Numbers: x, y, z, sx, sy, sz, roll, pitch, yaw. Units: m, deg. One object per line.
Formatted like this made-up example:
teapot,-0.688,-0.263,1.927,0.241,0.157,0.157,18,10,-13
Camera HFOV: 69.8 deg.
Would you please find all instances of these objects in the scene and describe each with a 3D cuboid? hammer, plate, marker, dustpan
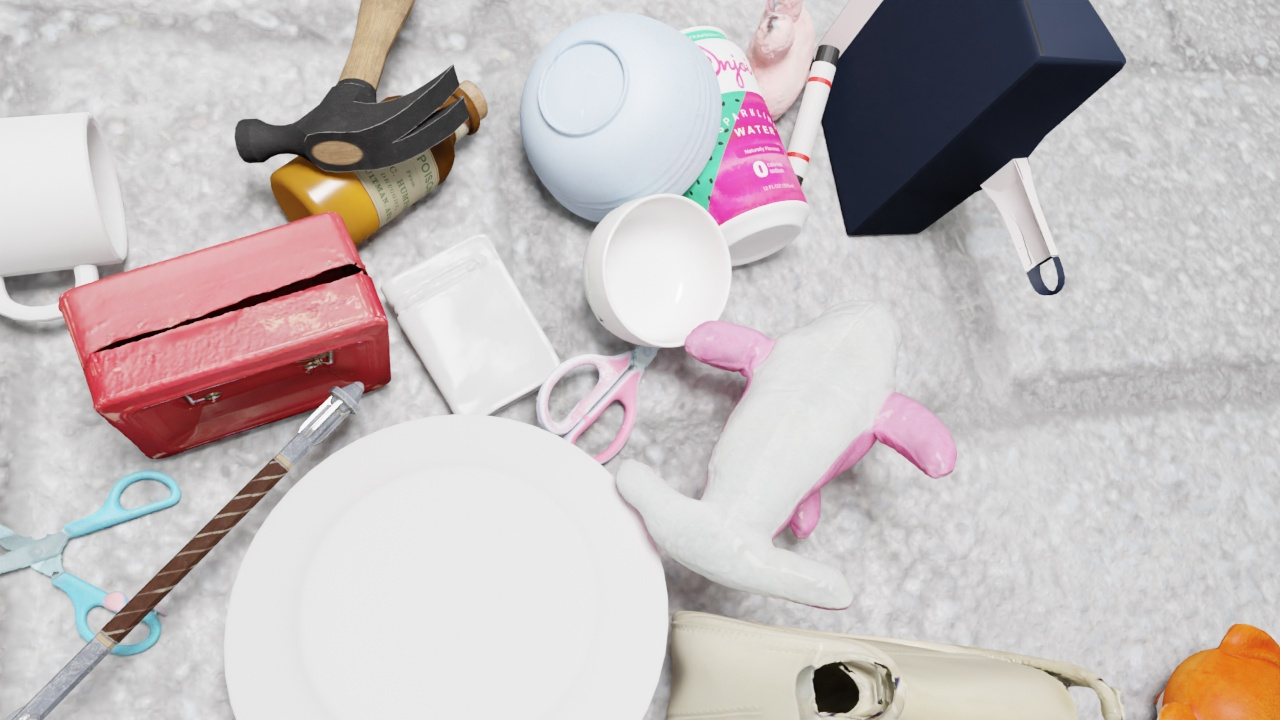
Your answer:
hammer,-0.265,0.128,0.494,0.321,0.098,0.044,-50,134,-23
plate,-0.104,0.134,0.508,0.242,0.016,0.242,2,59,-4
marker,0.132,-0.182,0.740,0.019,0.019,0.145,17,87,-10
hammer,-0.174,-0.250,0.647,0.132,0.040,0.304,-1,54,6
dustpan,0.234,-0.174,0.666,0.080,0.237,0.272,-3,72,-18

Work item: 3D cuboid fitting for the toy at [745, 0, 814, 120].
toy,0.110,-0.252,0.733,0.053,0.105,0.108,17,74,13

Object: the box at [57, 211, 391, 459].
box,-0.230,-0.007,0.536,0.158,0.129,0.086,-22,80,-21

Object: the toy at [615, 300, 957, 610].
toy,0.103,0.060,0.604,0.187,0.128,0.264,25,46,21

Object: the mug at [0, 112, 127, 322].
mug,-0.366,-0.083,0.549,0.090,0.091,0.121,-10,91,-19

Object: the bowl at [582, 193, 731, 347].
bowl,0.006,-0.060,0.632,0.104,0.054,0.105,-2,93,-34

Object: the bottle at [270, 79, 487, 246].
bottle,-0.170,-0.142,0.633,0.068,0.068,0.156,45,66,3

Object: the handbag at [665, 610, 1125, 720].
handbag,0.139,0.222,0.542,0.228,0.185,0.131,13,70,-29

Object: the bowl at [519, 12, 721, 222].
bowl,-0.026,-0.178,0.641,0.151,0.074,0.150,-2,84,23

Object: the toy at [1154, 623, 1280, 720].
toy,0.428,0.282,0.648,0.163,0.093,0.172,-37,97,-21

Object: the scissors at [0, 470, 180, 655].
scissors,-0.325,0.105,0.534,0.136,0.015,0.125,33,65,-9

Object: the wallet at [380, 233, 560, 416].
wallet,-0.115,-0.020,0.626,0.086,0.032,0.116,-26,88,-21

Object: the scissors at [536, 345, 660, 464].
scissors,-0.006,0.000,0.651,0.173,0.017,0.076,-46,110,-29

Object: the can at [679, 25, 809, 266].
can,0.060,-0.160,0.693,0.088,0.088,0.165,-15,76,-20
